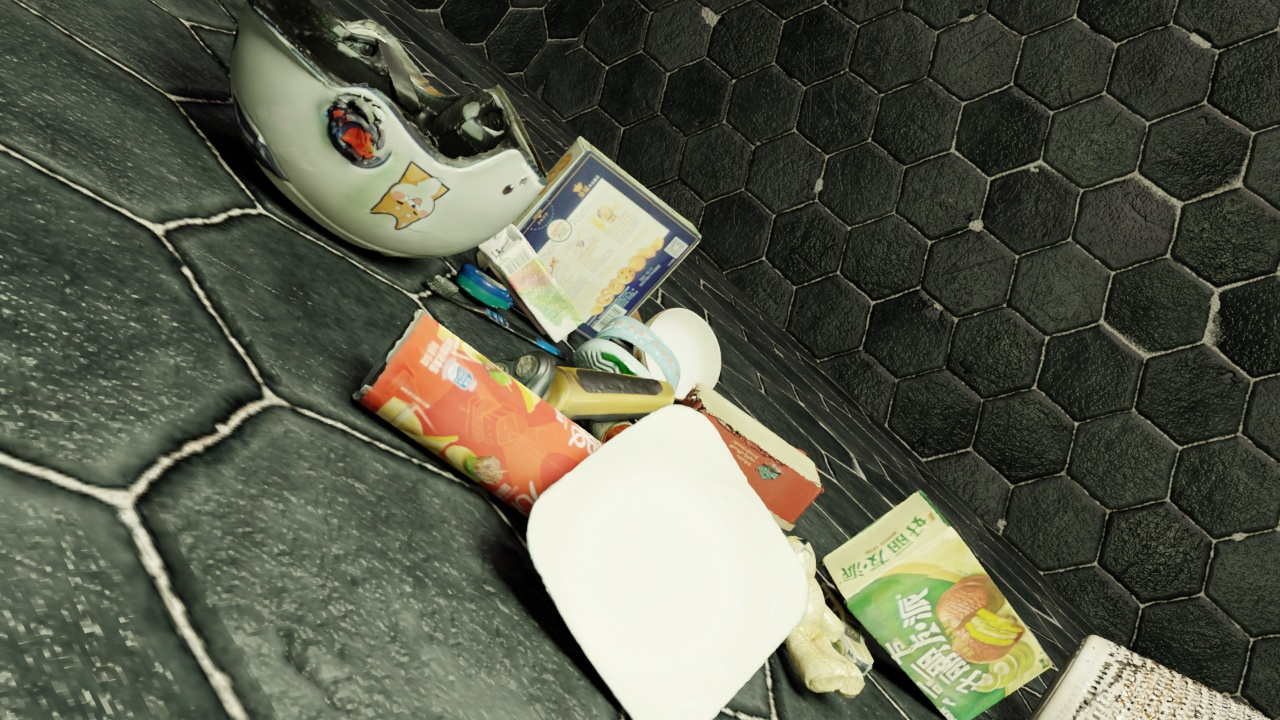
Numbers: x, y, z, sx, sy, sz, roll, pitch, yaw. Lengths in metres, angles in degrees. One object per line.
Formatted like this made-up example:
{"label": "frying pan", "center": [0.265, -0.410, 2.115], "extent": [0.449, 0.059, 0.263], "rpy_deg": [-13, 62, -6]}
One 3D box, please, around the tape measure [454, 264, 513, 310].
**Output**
{"label": "tape measure", "center": [-0.155, -0.071, 0.895], "extent": [0.054, 0.025, 0.058], "rpy_deg": [26, 9, -48]}

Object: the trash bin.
{"label": "trash bin", "center": [0.508, 0.396, 0.934], "extent": [0.192, 0.227, 0.227], "rpy_deg": [34, 8, 27]}

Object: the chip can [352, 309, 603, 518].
{"label": "chip can", "center": [-0.074, 0.058, 0.588], "extent": [0.216, 0.073, 0.073], "rpy_deg": [38, 13, -14]}

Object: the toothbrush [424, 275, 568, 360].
{"label": "toothbrush", "center": [-0.131, -0.038, 0.879], "extent": [0.189, 0.016, 0.014], "rpy_deg": [31, 24, -45]}

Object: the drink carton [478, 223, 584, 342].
{"label": "drink carton", "center": [-0.111, -0.077, 0.936], "extent": [0.053, 0.045, 0.122], "rpy_deg": [45, -9, 50]}

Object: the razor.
{"label": "razor", "center": [-0.042, 0.025, 0.736], "extent": [0.167, 0.068, 0.062], "rpy_deg": [4, 39, -38]}

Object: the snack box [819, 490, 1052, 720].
{"label": "snack box", "center": [0.276, 0.235, 0.848], "extent": [0.240, 0.114, 0.063], "rpy_deg": [49, 8, -30]}

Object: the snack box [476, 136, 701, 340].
{"label": "snack box", "center": [-0.056, -0.127, 1.030], "extent": [0.182, 0.178, 0.045], "rpy_deg": [33, 19, -34]}

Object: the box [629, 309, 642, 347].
{"label": "box", "center": [-0.083, -0.140, 1.175], "extent": [0.273, 0.126, 0.179], "rpy_deg": [37, 12, -42]}

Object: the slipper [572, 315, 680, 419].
{"label": "slipper", "center": [-0.005, 0.005, 0.912], "extent": [0.104, 0.074, 0.245], "rpy_deg": [41, 0, -2]}

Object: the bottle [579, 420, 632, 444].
{"label": "bottle", "center": [0.005, 0.091, 0.754], "extent": [0.059, 0.060, 0.206], "rpy_deg": [30, 10, -42]}

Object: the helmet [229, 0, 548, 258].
{"label": "helmet", "center": [-0.220, -0.178, 0.764], "extent": [0.273, 0.157, 0.230], "rpy_deg": [22, 23, -29]}

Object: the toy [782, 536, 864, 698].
{"label": "toy", "center": [0.131, 0.202, 0.733], "extent": [0.105, 0.066, 0.157], "rpy_deg": [18, 26, -22]}

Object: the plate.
{"label": "plate", "center": [0.015, 0.123, 0.550], "extent": [0.163, 0.034, 0.163], "rpy_deg": [-33, 90, -38]}

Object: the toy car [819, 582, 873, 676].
{"label": "toy car", "center": [0.176, 0.239, 0.818], "extent": [0.042, 0.035, 0.090], "rpy_deg": [32, 18, -34]}

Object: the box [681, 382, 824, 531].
{"label": "box", "center": [0.114, 0.095, 0.985], "extent": [0.168, 0.080, 0.091], "rpy_deg": [35, 15, -8]}

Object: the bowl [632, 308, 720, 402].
{"label": "bowl", "center": [0.034, -0.002, 1.107], "extent": [0.113, 0.113, 0.062], "rpy_deg": [36, -28, -23]}
